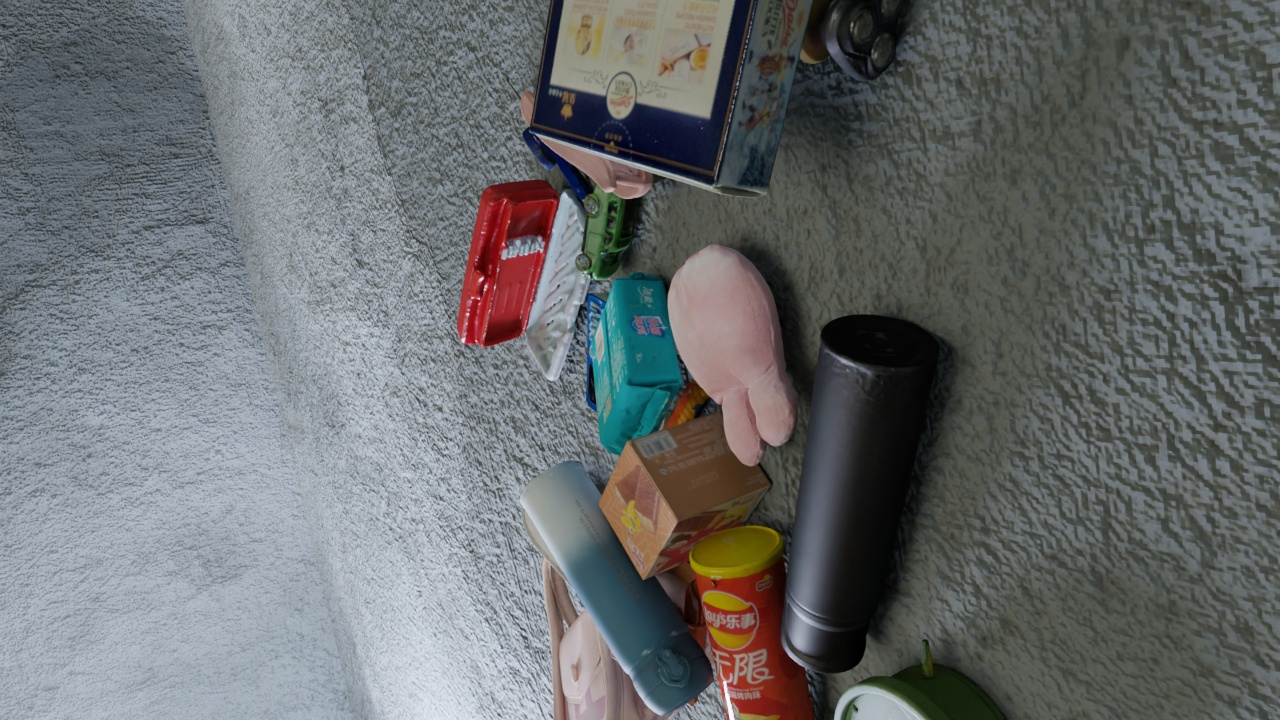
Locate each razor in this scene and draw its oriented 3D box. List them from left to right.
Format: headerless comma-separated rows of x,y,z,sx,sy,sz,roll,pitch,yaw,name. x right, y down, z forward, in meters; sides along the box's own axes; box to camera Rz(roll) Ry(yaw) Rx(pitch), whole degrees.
0.093,-0.230,0.532,0.068,0.062,0.167,-43,56,23,razor

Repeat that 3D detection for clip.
-0.010,0.048,0.838,0.086,0.034,0.104,66,156,8,clip

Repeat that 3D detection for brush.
-0.036,-0.179,0.738,0.145,0.072,0.063,50,141,33,brush

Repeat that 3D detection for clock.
0.181,0.265,0.596,0.116,0.056,0.162,50,142,36,clock

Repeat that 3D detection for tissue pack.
-0.004,0.004,0.749,0.093,0.050,0.133,113,157,-48,tissue pack

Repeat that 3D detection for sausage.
0.028,0.070,0.794,0.021,0.021,0.166,56,145,29,sausage

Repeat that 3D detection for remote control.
-0.030,0.000,0.855,0.049,0.024,0.125,36,131,47,remote control

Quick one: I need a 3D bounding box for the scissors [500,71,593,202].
-0.082,-0.195,0.820,0.162,0.012,0.162,50,-167,-13,scissors

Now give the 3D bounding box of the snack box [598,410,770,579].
0.033,0.107,0.731,0.077,0.092,0.095,56,144,28,snack box

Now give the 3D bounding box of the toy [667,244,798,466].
0.066,-0.005,0.663,0.122,0.054,0.159,129,126,-62,toy

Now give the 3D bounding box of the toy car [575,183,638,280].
-0.027,-0.110,0.780,0.036,0.043,0.091,27,121,24,toy car

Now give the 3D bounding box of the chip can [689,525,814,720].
0.092,0.239,0.705,0.073,0.073,0.217,9,114,57,chip can

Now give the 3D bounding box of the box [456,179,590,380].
-0.113,-0.070,0.889,0.100,0.095,0.202,57,144,32,box

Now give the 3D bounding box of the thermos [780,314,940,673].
0.129,0.087,0.597,0.090,0.068,0.243,-112,22,-57,thermos

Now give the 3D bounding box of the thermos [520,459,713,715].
-0.020,0.184,0.755,0.220,0.070,0.070,53,143,27,thermos

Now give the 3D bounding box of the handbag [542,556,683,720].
-0.052,0.293,0.982,0.194,0.093,0.234,-58,47,51,handbag

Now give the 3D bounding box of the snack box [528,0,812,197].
0.015,-0.205,0.535,0.178,0.045,0.183,28,114,43,snack box

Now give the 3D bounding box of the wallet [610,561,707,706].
0.021,0.218,0.791,0.119,0.035,0.131,20,113,44,wallet

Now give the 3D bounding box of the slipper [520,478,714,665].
-0.018,0.195,0.883,0.274,0.054,0.114,30,119,38,slipper
